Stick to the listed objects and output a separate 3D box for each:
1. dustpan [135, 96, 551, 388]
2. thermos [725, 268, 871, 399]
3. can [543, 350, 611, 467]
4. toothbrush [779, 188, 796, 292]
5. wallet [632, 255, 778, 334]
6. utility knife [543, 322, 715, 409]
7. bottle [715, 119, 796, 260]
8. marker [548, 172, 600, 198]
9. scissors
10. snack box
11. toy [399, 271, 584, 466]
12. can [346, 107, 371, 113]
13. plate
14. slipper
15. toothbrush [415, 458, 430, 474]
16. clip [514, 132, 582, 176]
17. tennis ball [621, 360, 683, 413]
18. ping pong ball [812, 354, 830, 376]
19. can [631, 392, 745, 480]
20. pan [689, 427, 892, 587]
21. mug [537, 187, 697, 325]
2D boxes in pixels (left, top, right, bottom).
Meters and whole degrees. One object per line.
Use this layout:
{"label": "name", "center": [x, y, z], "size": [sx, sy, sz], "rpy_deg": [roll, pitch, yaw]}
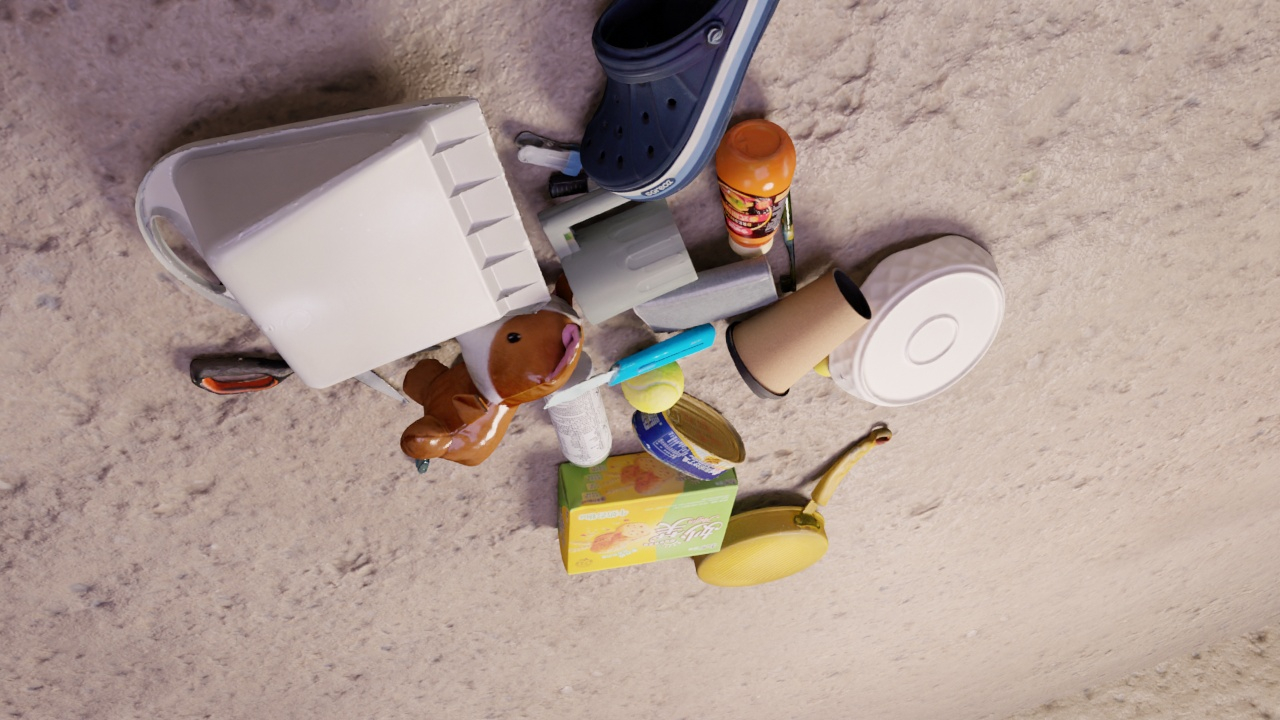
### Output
{"label": "dustpan", "center": [-0.235, -0.097, 0.702], "size": [0.257, 0.142, 0.223], "rpy_deg": [-29, 145, -10]}
{"label": "thermos", "center": [0.155, -0.026, 0.917], "size": [0.144, 0.093, 0.093], "rpy_deg": [-37, 136, 28]}
{"label": "can", "center": [-0.068, 0.051, 0.968], "size": [0.058, 0.058, 0.147], "rpy_deg": [-14, 141, -2]}
{"label": "toothbrush", "center": [0.134, -0.127, 0.861], "size": [0.017, 0.012, 0.186], "rpy_deg": [-8, 141, 7]}
{"label": "wallet", "center": [0.063, -0.064, 0.876], "size": [0.130, 0.037, 0.106], "rpy_deg": [-14, 167, 10]}
{"label": "utility knife", "center": [-0.005, 0.005, 0.888], "size": [0.222, 0.018, 0.034], "rpy_deg": [-23, 151, -38]}
{"label": "bottle", "center": [0.098, -0.138, 0.801], "size": [0.066, 0.066, 0.150], "rpy_deg": [-13, 147, -4]}
{"label": "marker", "center": [-0.013, -0.156, 0.773], "size": [0.130, 0.018, 0.023], "rpy_deg": [-11, 159, -4]}
{"label": "scissors", "center": [-0.306, -0.009, 0.848], "size": [0.221, 0.021, 0.233], "rpy_deg": [-16, 140, 2]}
{"label": "snack box", "center": [0.005, 0.185, 1.139], "size": [0.210, 0.070, 0.158], "rpy_deg": [-6, 139, -11]}
{"label": "toy", "center": [-0.132, 0.004, 0.832], "size": [0.200, 0.140, 0.130], "rpy_deg": [-33, 129, 16]}
{"label": "can", "center": [-0.185, -0.126, 0.721], "size": [0.058, 0.057, 0.147], "rpy_deg": [-24, 140, 10]}
{"label": "plate", "center": [0.297, -0.031, 0.967], "size": [0.204, 0.045, 0.205], "rpy_deg": [-13, 130, -16]}
{"label": "slipper", "center": [0.019, -0.217, 0.641], "size": [0.095, 0.105, 0.254], "rpy_deg": [5, 135, -33]}
{"label": "toothbrush", "center": [-0.206, 0.061, 0.966], "size": [0.016, 0.018, 0.192], "rpy_deg": [9, 135, -27]}
{"label": "clip", "center": [-0.074, -0.167, 0.742], "size": [0.057, 0.036, 0.026], "rpy_deg": [6, 138, -30]}
{"label": "tennis ball", "center": [0.012, 0.022, 0.953], "size": [0.065, 0.065, 0.066], "rpy_deg": [-9, 140, -8]}
{"label": "ping pong ball", "center": [0.207, -0.003, 1.007], "size": [0.040, 0.040, 0.040], "rpy_deg": [-9, 140, -8]}
{"label": "can", "center": [0.056, 0.086, 1.037], "size": [0.049, 0.074, 0.148], "rpy_deg": [-35, 136, 27]}
{"label": "pan", "center": [0.214, 0.209, 1.257], "size": [0.197, 0.078, 0.359], "rpy_deg": [16, 138, -36]}
{"label": "mug", "center": [-0.018, -0.100, 0.788], "size": [0.103, 0.083, 0.124], "rpy_deg": [-22, 138, 5]}
